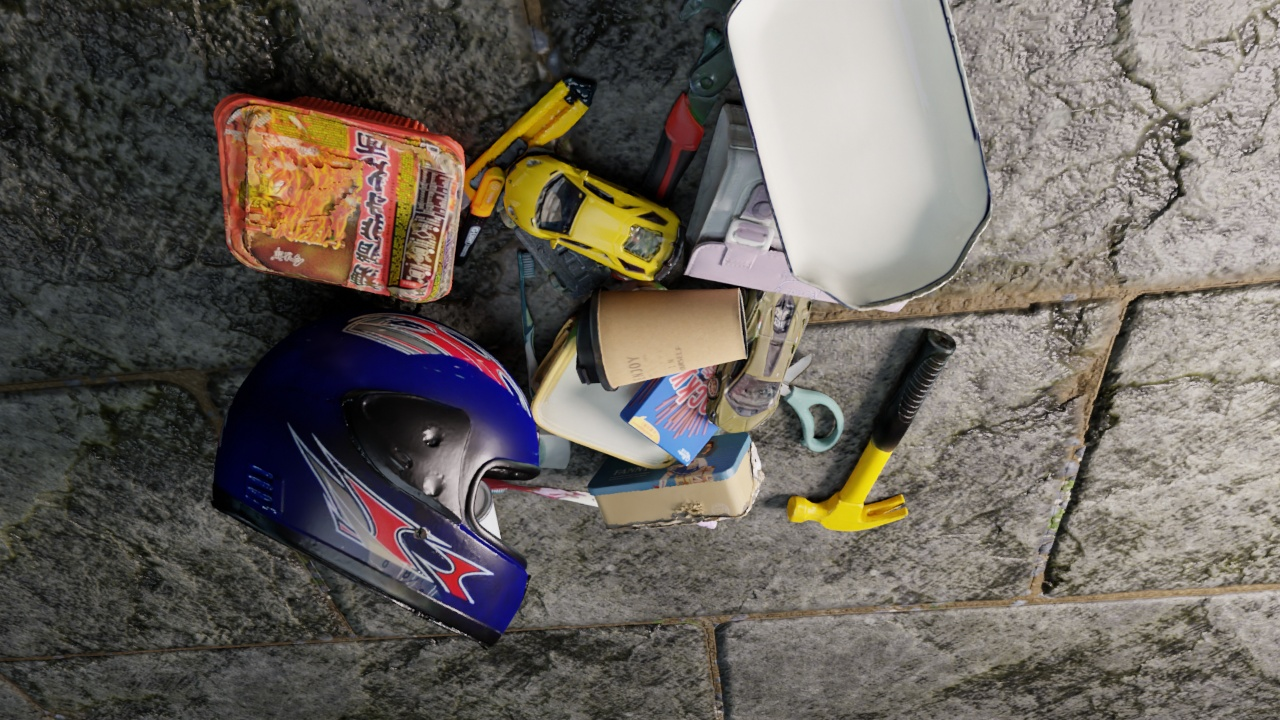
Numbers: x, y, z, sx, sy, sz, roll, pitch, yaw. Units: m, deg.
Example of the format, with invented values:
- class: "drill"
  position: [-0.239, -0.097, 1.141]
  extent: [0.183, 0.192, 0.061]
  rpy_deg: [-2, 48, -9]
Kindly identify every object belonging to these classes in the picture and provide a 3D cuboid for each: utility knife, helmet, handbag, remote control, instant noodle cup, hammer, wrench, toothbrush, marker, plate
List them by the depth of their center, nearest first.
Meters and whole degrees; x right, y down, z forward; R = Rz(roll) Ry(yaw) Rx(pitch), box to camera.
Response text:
- class: "plate"
  position: [0.154, -0.170, 0.659]
  extent: [0.162, 0.034, 0.266]
  rpy_deg: [-19, 101, -4]
- class: "instant noodle cup"
  position: [-0.238, -0.137, 0.743]
  extent: [0.188, 0.079, 0.165]
  rpy_deg: [10, 132, -10]
- class: "wrench"
  position: [0.023, -0.170, 0.751]
  extent: [0.056, 0.016, 0.274]
  rpy_deg: [15, 132, -9]
- class: "handbag"
  position: [0.144, -0.115, 0.753]
  extent: [0.197, 0.098, 0.145]
  rpy_deg: [9, 138, -7]
- class: "utility knife"
  position: [-0.111, -0.166, 0.757]
  extent: [0.204, 0.015, 0.033]
  rpy_deg: [-34, 122, 30]
- class: "marker"
  position: [-0.142, -0.120, 0.790]
  extent: [0.018, 0.015, 0.124]
  rpy_deg: [6, 146, -26]
- class: "helmet"
  position: [-0.210, 0.090, 0.841]
  extent: [0.315, 0.240, 0.248]
  rpy_deg: [35, 163, -18]
- class: "toothbrush"
  position: [-0.105, -0.028, 0.888]
  extent: [0.018, 0.016, 0.192]
  rpy_deg: [-7, 134, -7]
- class: "handbag"
  position: [-0.005, 0.005, 0.899]
  extent: [0.163, 0.063, 0.179]
  rpy_deg: [22, 115, -20]
- class: "hammer"
  position: [0.260, 0.087, 0.980]
  extent: [0.128, 0.032, 0.302]
  rpy_deg: [8, 133, -7]
- class: "remote control"
  position: [-0.143, 0.092, 0.998]
  extent: [0.135, 0.019, 0.056]
  rpy_deg: [5, 133, -4]
- class: "toothbrush"
  position: [-0.095, 0.158, 1.064]
  extent: [0.187, 0.016, 0.017]
  rpy_deg: [10, 141, -9]

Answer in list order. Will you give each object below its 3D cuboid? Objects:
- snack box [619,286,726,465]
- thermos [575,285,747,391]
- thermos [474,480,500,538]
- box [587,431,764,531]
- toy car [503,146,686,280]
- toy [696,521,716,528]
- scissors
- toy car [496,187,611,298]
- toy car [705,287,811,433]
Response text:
- class: "snack box"
  position: [0.061, 0.016, 0.869]
  extent: [0.084, 0.026, 0.157]
  rpy_deg: [38, 92, -30]
- class: "thermos"
  position: [0.018, -0.023, 0.793]
  extent: [0.143, 0.092, 0.093]
  rpy_deg: [-5, 133, 11]
- class: "thermos"
  position: [-0.198, 0.229, 1.094]
  extent: [0.073, 0.073, 0.225]
  rpy_deg: [0, 138, 0]
- class: "box"
  position: [0.032, 0.128, 0.961]
  extent: [0.185, 0.089, 0.061]
  rpy_deg: [-10, 110, 24]
- class: "toy car"
  position: [-0.039, -0.116, 0.752]
  extent: [0.156, 0.041, 0.071]
  rpy_deg: [23, 108, -13]
- class: "toy"
  position: [0.062, 0.147, 1.034]
  extent: [0.084, 0.038, 0.108]
  rpy_deg: [16, 126, -8]
- class: "scissors"
  position: [0.124, 0.057, 0.964]
  extent: [0.178, 0.019, 0.170]
  rpy_deg: [-22, 131, 21]
- class: "toy car"
  position: [-0.073, -0.109, 0.798]
  extent: [0.054, 0.036, 0.120]
  rpy_deg: [-29, 117, 20]
- class: "toy car"
  position: [0.109, -0.003, 0.844]
  extent: [0.070, 0.042, 0.158]
  rpy_deg: [8, 108, -26]
